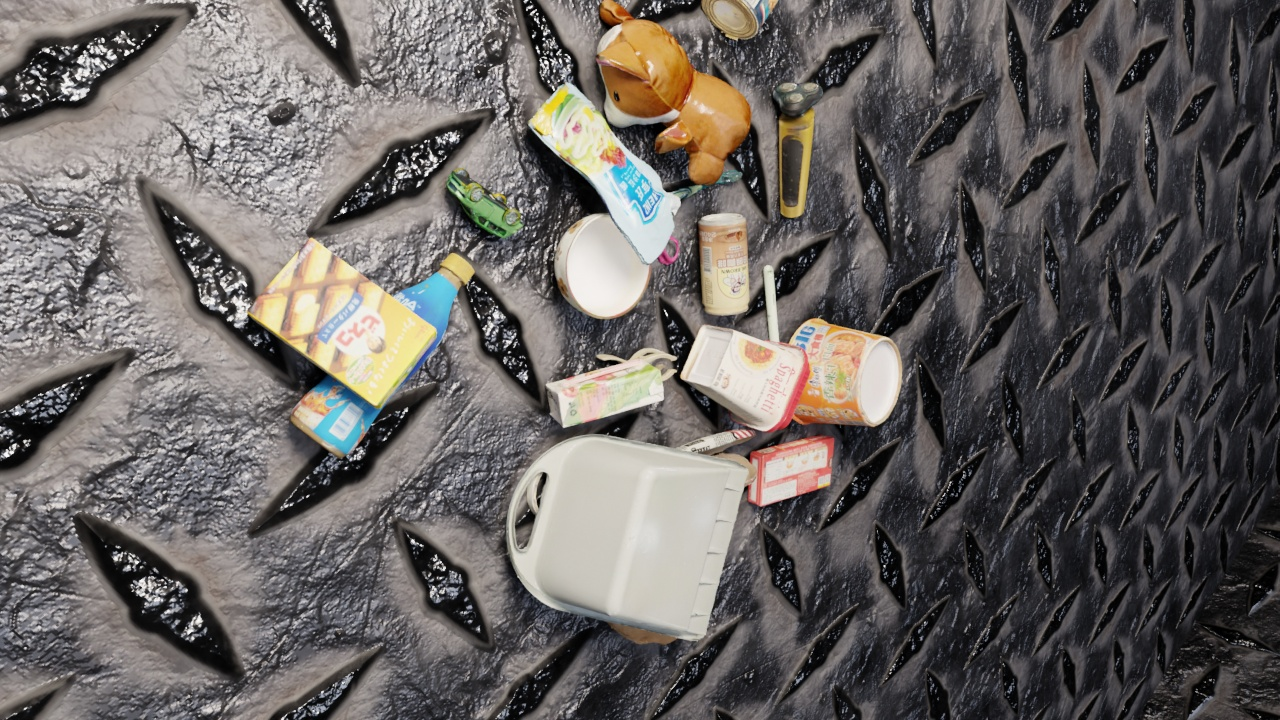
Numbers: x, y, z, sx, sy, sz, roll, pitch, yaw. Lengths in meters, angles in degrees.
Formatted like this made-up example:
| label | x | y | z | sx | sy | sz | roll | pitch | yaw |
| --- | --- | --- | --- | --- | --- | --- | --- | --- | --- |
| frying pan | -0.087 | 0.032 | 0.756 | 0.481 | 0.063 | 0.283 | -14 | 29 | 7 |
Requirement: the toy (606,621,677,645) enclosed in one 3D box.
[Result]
| label | x | y | z | sx | sy | sz | roll | pitch | yaw |
| --- | --- | --- | --- | --- | --- | --- | --- | --- | --- |
| toy | 0.032 | 0.244 | 1.151 | 0.143 | 0.083 | 0.225 | 36 | 74 | -40 |

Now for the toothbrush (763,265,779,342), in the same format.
| label | x | y | z | sx | sy | sz | roll | pitch | yaw |
| --- | --- | --- | --- | --- | --- | --- | --- | --- | --- |
| toothbrush | 0.180 | -0.037 | 1.232 | 0.029 | 0.020 | 0.190 | -14 | 112 | -13 |

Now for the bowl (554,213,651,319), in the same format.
| label | x | y | z | sx | sy | sz | roll | pitch | yaw |
| --- | --- | --- | --- | --- | --- | --- | --- | --- | --- |
| bowl | -0.050 | -0.104 | 0.995 | 0.113 | 0.062 | 0.113 | -11 | 107 | -38 |

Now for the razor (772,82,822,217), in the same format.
| label | x | y | z | sx | sy | sz | roll | pitch | yaw |
| --- | --- | --- | --- | --- | --- | --- | --- | --- | --- |
| razor | 0.195 | -0.265 | 1.163 | 0.067 | 0.062 | 0.168 | -48 | 141 | -61 |

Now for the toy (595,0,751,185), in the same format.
| label | x | y | z | sx | sy | sz | roll | pitch | yaw |
| --- | --- | --- | --- | --- | --- | --- | --- | --- | --- |
| toy | 0.023 | -0.286 | 0.984 | 0.131 | 0.140 | 0.199 | -34 | 131 | 22 |

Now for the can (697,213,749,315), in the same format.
| label | x | y | z | sx | sy | sz | roll | pitch | yaw |
| --- | --- | --- | --- | --- | --- | --- | --- | --- | --- |
| can | 0.102 | -0.118 | 1.120 | 0.058 | 0.059 | 0.116 | -19 | 113 | -35 |

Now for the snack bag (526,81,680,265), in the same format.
| label | x | y | z | sx | sy | sz | roll | pitch | yaw |
| --- | --- | --- | --- | --- | --- | --- | --- | --- | --- |
| snack bag | -0.031 | -0.197 | 0.956 | 0.191 | 0.039 | 0.110 | 45 | 37 | -18 |

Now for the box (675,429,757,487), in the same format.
| label | x | y | z | sx | sy | sz | roll | pitch | yaw |
| --- | --- | --- | --- | --- | --- | --- | --- | --- | --- |
| box | 0.083 | 0.124 | 1.161 | 0.162 | 0.076 | 0.088 | -13 | 127 | -35 |

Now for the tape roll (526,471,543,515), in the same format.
| label | x | y | z | sx | sy | sz | roll | pitch | yaw |
| --- | --- | --- | --- | --- | --- | --- | --- | --- | --- |
| tape roll | -0.092 | 0.146 | 1.059 | 0.085 | 0.014 | 0.086 | -12 | 109 | -37 |

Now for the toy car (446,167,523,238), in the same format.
| label | x | y | z | sx | sy | sz | roll | pitch | yaw |
| --- | --- | --- | --- | --- | --- | --- | --- | --- | --- |
| toy car | -0.155 | -0.154 | 0.906 | 0.036 | 0.043 | 0.091 | -46 | 138 | 7 |

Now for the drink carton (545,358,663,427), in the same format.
| label | x | y | z | sx | sy | sz | roll | pitch | yaw |
| --- | --- | --- | --- | --- | --- | --- | --- | --- | --- |
| drink carton | -0.040 | 0.033 | 1.026 | 0.122 | 0.053 | 0.045 | -15 | 109 | -19 |

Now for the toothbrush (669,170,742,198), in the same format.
| label | x | y | z | sx | sy | sz | roll | pitch | yaw |
| --- | --- | --- | --- | --- | --- | --- | --- | --- | --- |
| toothbrush | 0.051 | -0.196 | 1.083 | 0.191 | 0.018 | 0.016 | -26 | 117 | -33 |

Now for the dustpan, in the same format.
| label | x | y | z | sx | sy | sz | roll | pitch | yaw |
| --- | --- | --- | --- | --- | --- | --- | --- | --- | --- |
| dustpan | -0.020 | 0.197 | 1.069 | 0.257 | 0.143 | 0.222 | 21 | 83 | -54 |

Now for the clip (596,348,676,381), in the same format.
| label | x | y | z | sx | sy | sz | roll | pitch | yaw |
| --- | --- | --- | --- | --- | --- | --- | --- | --- | --- |
| clip | -0.006 | 0.011 | 1.083 | 0.100 | 0.035 | 0.072 | -10 | 109 | -32 |

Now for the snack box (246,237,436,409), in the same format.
| label | x | y | z | sx | sy | sz | roll | pitch | yaw |
| --- | --- | --- | --- | --- | --- | --- | --- | --- | --- |
| snack box | -0.262 | -0.032 | 0.812 | 0.140 | 0.034 | 0.086 | 38 | 75 | -5 |

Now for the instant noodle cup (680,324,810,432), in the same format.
| label | x | y | z | sx | sy | sz | roll | pitch | yaw |
| --- | --- | --- | --- | --- | --- | --- | --- | --- | --- |
| instant noodle cup | 0.128 | 0.016 | 1.150 | 0.124 | 0.117 | 0.116 | 25 | 86 | -29 |

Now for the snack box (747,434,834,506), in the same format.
| label | x | y | z | sx | sy | sz | roll | pitch | yaw |
| --- | --- | --- | --- | --- | --- | --- | --- | --- | --- |
| snack box | 0.216 | 0.155 | 1.310 | 0.152 | 0.025 | 0.075 | -9 | 106 | -38 |

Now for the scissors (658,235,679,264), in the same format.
| label | x | y | z | sx | sy | sz | roll | pitch | yaw |
| --- | --- | --- | --- | --- | --- | --- | --- | --- | --- |
| scissors | 0.012 | -0.151 | 1.055 | 0.112 | 0.017 | 0.134 | -12 | 118 | -38 |

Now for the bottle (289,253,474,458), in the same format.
| label | x | y | z | sx | sy | sz | roll | pitch | yaw |
| --- | --- | --- | --- | --- | --- | --- | --- | --- | --- |
| bottle | -0.236 | -0.012 | 0.865 | 0.218 | 0.065 | 0.065 | -54 | 129 | -16 |

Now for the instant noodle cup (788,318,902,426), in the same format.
| label | x | y | z | sx | sy | sz | roll | pitch | yaw |
| --- | --- | --- | --- | --- | --- | --- | --- | --- | --- |
| instant noodle cup | 0.280 | 0.022 | 1.255 | 0.151 | 0.112 | 0.151 | -11 | 105 | -46 |

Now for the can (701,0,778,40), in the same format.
| label | x | y | z | sx | sy | sz | roll | pitch | yaw |
| --- | --- | --- | --- | --- | --- | --- | --- | --- | --- |
| can | 0.127 | -0.433 | 1.045 | 0.075 | 0.075 | 0.111 | 42 | 75 | -39 |
